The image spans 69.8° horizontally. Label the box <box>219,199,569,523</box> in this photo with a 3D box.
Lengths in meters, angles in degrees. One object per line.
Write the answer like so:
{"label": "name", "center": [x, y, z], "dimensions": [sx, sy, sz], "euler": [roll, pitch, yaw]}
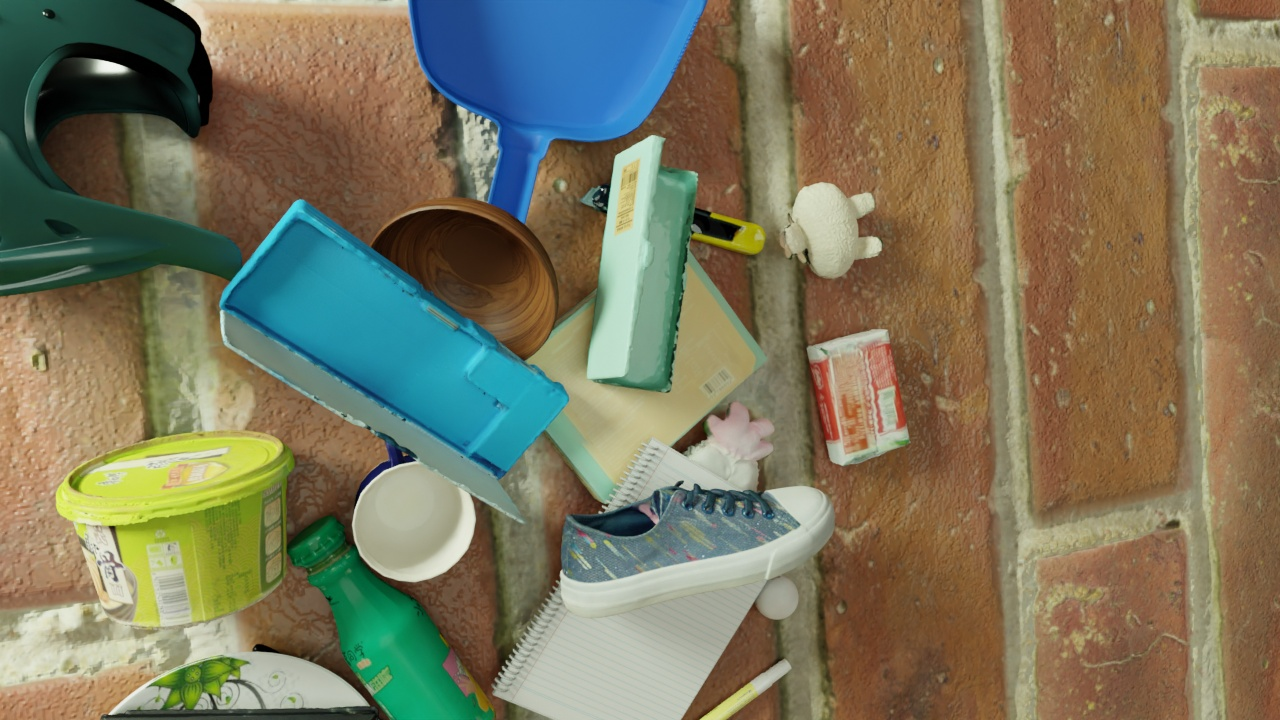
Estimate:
{"label": "box", "center": [-0.159, 0.011, 0.630], "dimensions": [0.243, 0.115, 0.094], "euler": [38, 98, -29]}

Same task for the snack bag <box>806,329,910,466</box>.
{"label": "snack bag", "center": [0.204, 0.033, 0.855], "dimensions": [0.077, 0.036, 0.116], "euler": [-15, 97, -17]}

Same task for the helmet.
{"label": "helmet", "center": [-0.397, -0.137, 0.580], "dimensions": [0.274, 0.177, 0.200], "euler": [5, 85, -33]}

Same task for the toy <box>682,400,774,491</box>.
{"label": "toy", "center": [0.075, 0.090, 0.807], "dimensions": [0.095, 0.041, 0.109], "euler": [24, 96, -23]}

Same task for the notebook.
{"label": "notebook", "center": [0.009, 0.208, 0.780], "dimensions": [0.178, 0.013, 0.245], "euler": [32, 89, -24]}

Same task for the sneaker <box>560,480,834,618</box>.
{"label": "sneaker", "center": [0.047, 0.132, 0.725], "dimensions": [0.235, 0.087, 0.079], "euler": [-13, 106, -16]}

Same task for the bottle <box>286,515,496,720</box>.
{"label": "bottle", "center": [-0.195, 0.214, 0.708], "dimensions": [0.068, 0.068, 0.210], "euler": [-35, 102, -15]}

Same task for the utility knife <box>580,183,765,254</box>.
{"label": "utility knife", "center": [0.030, -0.124, 0.802], "dimensions": [0.172, 0.020, 0.028], "euler": [12, 86, -18]}

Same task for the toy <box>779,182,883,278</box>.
{"label": "toy", "center": [0.166, -0.117, 0.831], "dimensions": [0.112, 0.050, 0.087], "euler": [-16, 96, -14]}

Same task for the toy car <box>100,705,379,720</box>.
{"label": "toy car", "center": [-0.285, 0.303, 0.647], "dimensions": [0.191, 0.071, 0.094], "euler": [7, 91, -20]}

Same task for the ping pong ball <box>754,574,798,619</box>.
{"label": "ping pong ball", "center": [0.123, 0.214, 0.830], "dimensions": [0.040, 0.040, 0.040], "euler": [0, 92, -19]}

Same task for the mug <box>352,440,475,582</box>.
{"label": "mug", "center": [-0.179, 0.103, 0.699], "dimensions": [0.085, 0.089, 0.112], "euler": [-15, 96, -18]}

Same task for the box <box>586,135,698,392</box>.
{"label": "box", "center": [0.008, -0.072, 0.714], "dimensions": [0.077, 0.093, 0.188], "euler": [10, 84, -13]}

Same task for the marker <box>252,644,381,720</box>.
{"label": "marker", "center": [-0.247, 0.262, 0.719], "dimensions": [0.134, 0.015, 0.018], "euler": [43, 98, -15]}

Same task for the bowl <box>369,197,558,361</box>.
{"label": "bowl", "center": [-0.131, -0.069, 0.710], "dimensions": [0.147, 0.068, 0.147], "euler": [4, 128, 5]}

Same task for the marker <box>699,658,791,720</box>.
{"label": "marker", "center": [0.082, 0.314, 0.834], "dimensions": [0.132, 0.014, 0.014], "euler": [-31, 101, -15]}

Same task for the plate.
{"label": "plate", "center": [-0.305, 0.330, 0.694], "dimensions": [0.229, 0.030, 0.229], "euler": [0, 92, -19]}

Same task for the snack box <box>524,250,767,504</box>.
{"label": "snack box", "center": [-0.005, 0.005, 0.779], "dimensions": [0.193, 0.044, 0.141], "euler": [-41, 102, -14]}

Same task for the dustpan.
{"label": "dustpan", "center": [-0.089, -0.211, 0.735], "dimensions": [0.245, 0.059, 0.258], "euler": [11, 107, -17]}

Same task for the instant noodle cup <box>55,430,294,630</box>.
{"label": "instant noodle cup", "center": [-0.311, 0.114, 0.633], "dimensions": [0.146, 0.146, 0.098], "euler": [-7, 105, -19]}
